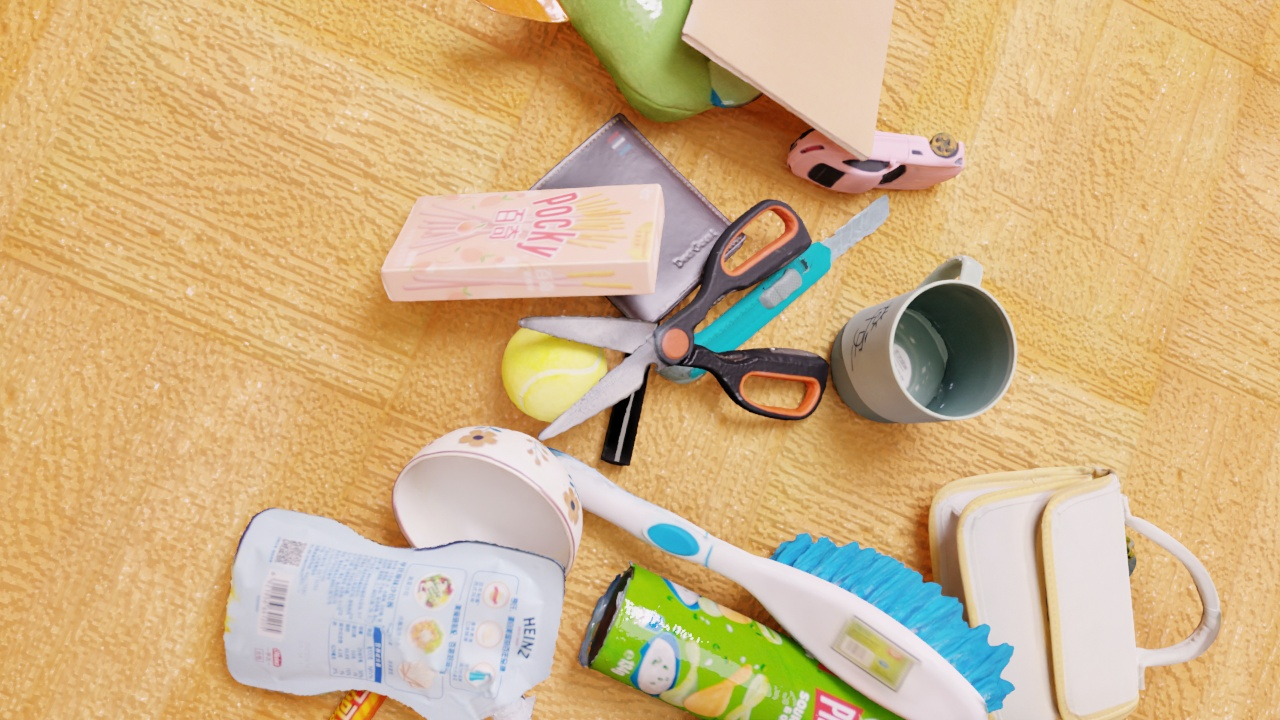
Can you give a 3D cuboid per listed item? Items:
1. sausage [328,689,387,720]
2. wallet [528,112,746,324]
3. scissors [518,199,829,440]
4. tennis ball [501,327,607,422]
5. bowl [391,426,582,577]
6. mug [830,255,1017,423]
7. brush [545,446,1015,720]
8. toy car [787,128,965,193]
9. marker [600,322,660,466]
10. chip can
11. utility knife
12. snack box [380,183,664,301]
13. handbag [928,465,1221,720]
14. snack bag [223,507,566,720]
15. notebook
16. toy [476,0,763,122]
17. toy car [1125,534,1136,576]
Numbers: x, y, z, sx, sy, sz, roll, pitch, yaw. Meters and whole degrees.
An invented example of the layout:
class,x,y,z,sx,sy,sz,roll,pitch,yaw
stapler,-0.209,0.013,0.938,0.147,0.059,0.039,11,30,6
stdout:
class,x,y,z,sx,sy,sz,roll,pitch,yaw
sausage,-0.164,0.201,0.554,0.021,0.021,0.165,35,80,-5
wallet,-0.006,-0.090,0.600,0.096,0.020,0.122,-43,83,-10
scissors,0.035,-0.021,0.575,0.220,0.022,0.222,28,81,-28
tennis ball,-0.053,0.005,0.570,0.065,0.065,0.065,1,84,-10
bowl,-0.084,0.081,0.550,0.113,0.114,0.062,32,37,-6
mug,0.181,-0.014,0.591,0.082,0.106,0.111,26,81,-6
brush,0.076,0.128,0.570,0.314,0.109,0.061,32,114,23
toy car,0.161,-0.134,0.626,0.122,0.056,0.037,4,80,-10
marker,-0.004,0.004,0.602,0.022,0.020,0.132,16,81,-28
chip can,0.082,0.204,0.566,0.236,0.072,0.072,25,81,-3
utility knife,0.096,-0.049,0.627,0.209,0.013,0.029,-39,110,-11
snack box,-0.067,-0.071,0.548,0.157,0.026,0.084,-2,40,8
handbag,0.287,0.151,0.589,0.179,0.063,0.163,-9,95,-2
snack bag,-0.141,0.151,0.530,0.191,0.039,0.110,9,85,5
notebook,0.108,-0.245,0.600,0.147,0.008,0.207,27,61,-22
toy,-0.011,-0.263,0.591,0.226,0.090,0.246,-26,93,-25
toy car,0.301,0.119,0.636,0.043,0.036,0.091,-42,95,-10
